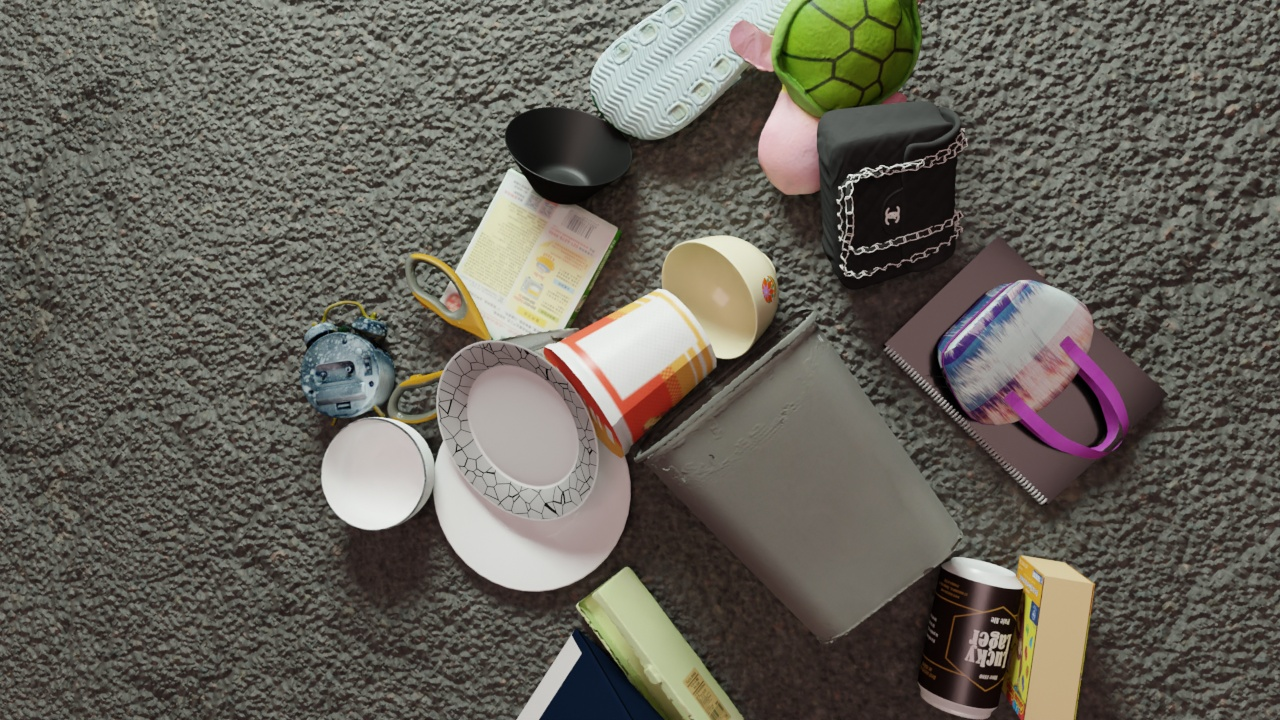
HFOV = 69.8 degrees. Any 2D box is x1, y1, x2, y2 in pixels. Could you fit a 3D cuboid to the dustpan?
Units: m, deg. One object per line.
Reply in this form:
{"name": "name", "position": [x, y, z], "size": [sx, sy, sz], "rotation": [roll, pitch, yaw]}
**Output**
{"name": "dustpan", "position": [-0.044, 0.432, 0.848], "size": [0.080, 0.273, 0.236], "rotation": [29, 96, -31]}

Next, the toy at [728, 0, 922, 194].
{"name": "toy", "position": [0.175, -0.264, 0.824], "size": [0.190, 0.087, 0.239], "rotation": [17, 119, -24]}

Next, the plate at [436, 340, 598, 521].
{"name": "plate", "position": [-0.118, 0.067, 0.888], "size": [0.189, 0.016, 0.189], "rotation": [12, 116, 26]}

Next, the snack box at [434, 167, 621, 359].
{"name": "snack box", "position": [-0.115, -0.090, 0.933], "size": [0.132, 0.027, 0.168], "rotation": [30, 96, 10]}

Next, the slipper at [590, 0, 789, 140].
{"name": "slipper", "position": [0.064, -0.304, 0.876], "size": [0.246, 0.074, 0.104], "rotation": [-37, 91, 18]}

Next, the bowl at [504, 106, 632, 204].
{"name": "bowl", "position": [-0.074, -0.190, 0.901], "size": [0.124, 0.123, 0.053], "rotation": [28, 138, 9]}

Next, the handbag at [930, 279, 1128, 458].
{"name": "handbag", "position": [0.357, 0.018, 0.817], "size": [0.170, 0.068, 0.144], "rotation": [44, 94, 1]}

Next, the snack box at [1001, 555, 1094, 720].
{"name": "snack box", "position": [0.358, 0.246, 0.811], "size": [0.040, 0.088, 0.126], "rotation": [8, 91, 10]}

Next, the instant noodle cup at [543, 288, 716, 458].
{"name": "instant noodle cup", "position": [-0.005, 0.005, 0.859], "size": [0.121, 0.123, 0.123], "rotation": [-36, 83, -13]}

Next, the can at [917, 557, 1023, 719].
{"name": "can", "position": [0.298, 0.249, 0.831], "size": [0.072, 0.072, 0.128], "rotation": [11, 92, 10]}

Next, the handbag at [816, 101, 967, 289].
{"name": "handbag", "position": [0.226, -0.139, 0.800], "size": [0.125, 0.114, 0.154], "rotation": [-12, 125, 2]}

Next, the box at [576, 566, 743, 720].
{"name": "box", "position": [0.010, 0.298, 0.892], "size": [0.083, 0.091, 0.188], "rotation": [-43, 78, 31]}

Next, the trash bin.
{"name": "trash bin", "position": [0.143, 0.100, 0.809], "size": [0.197, 0.197, 0.220], "rotation": [-40, 89, 8]}

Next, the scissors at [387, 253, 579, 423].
{"name": "scissors", "position": [-0.172, -0.018, 0.923], "size": [0.225, 0.016, 0.225], "rotation": [-20, 92, 14]}

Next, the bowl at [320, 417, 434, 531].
{"name": "bowl", "position": [-0.261, 0.114, 0.940], "size": [0.113, 0.063, 0.113], "rotation": [0, 89, 11]}

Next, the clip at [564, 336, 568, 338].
{"name": "clip", "position": [-0.074, 0.000, 0.926], "size": [0.045, 0.024, 0.062], "rotation": [36, 101, 9]}

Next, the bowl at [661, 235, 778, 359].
{"name": "bowl", "position": [0.088, -0.070, 0.867], "size": [0.073, 0.118, 0.118], "rotation": [-31, 82, -34]}

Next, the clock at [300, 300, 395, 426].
{"name": "clock", "position": [-0.305, 0.001, 0.955], "size": [0.090, 0.052, 0.129], "rotation": [-8, 89, 10]}

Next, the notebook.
{"name": "notebook", "position": [0.352, 0.009, 0.852], "size": [0.149, 0.016, 0.206], "rotation": [-45, 82, 6]}

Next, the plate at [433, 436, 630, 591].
{"name": "plate", "position": [-0.111, 0.129, 0.935], "size": [0.209, 0.015, 0.208], "rotation": [0, 89, 12]}
